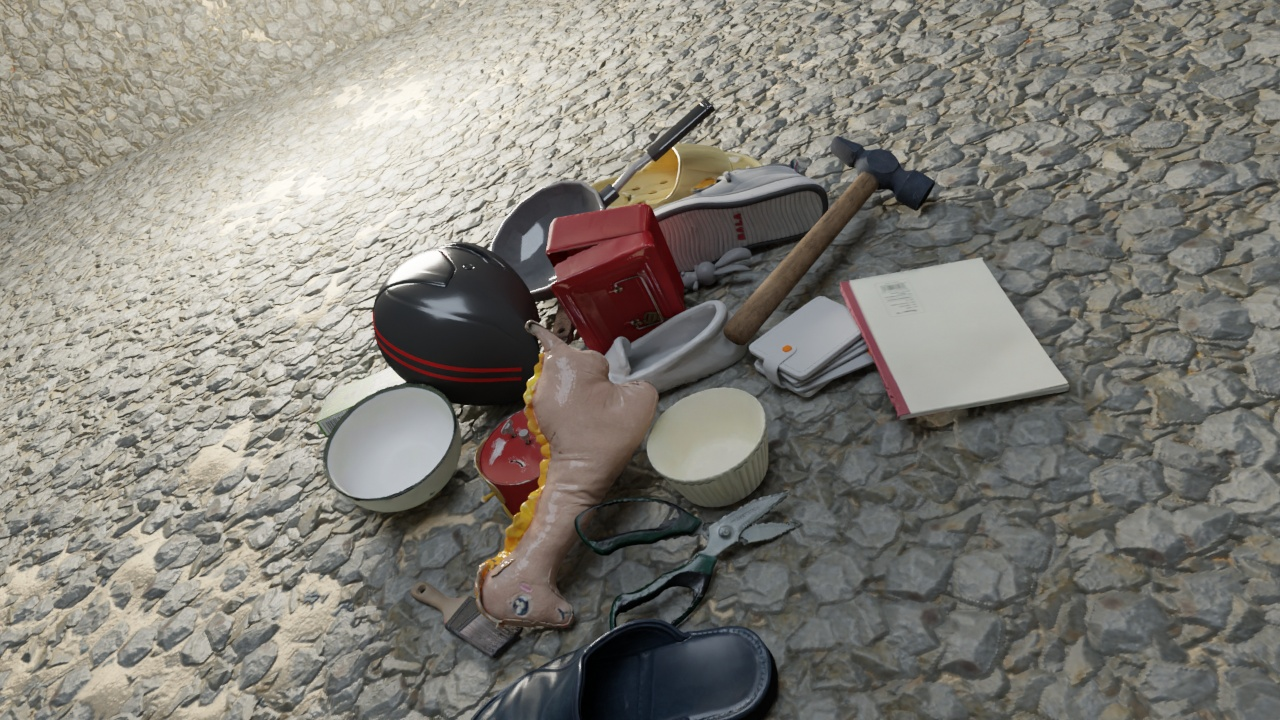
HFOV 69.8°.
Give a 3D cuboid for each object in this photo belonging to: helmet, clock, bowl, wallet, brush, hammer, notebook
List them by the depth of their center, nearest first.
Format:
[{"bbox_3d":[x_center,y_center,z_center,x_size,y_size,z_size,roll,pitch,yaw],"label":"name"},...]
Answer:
[{"bbox_3d":[0.070,0.087,0.862,0.115,0.062,0.115,-17,38,13],"label":"bowl"},{"bbox_3d":[-0.170,0.239,0.867,0.151,0.012,0.038,15,53,42],"label":"brush"},{"bbox_3d":[0.291,-0.028,0.882,0.153,0.012,0.208,-10,39,2],"label":"notebook"},{"bbox_3d":[0.186,-0.011,0.933,0.118,0.037,0.115,-35,37,-17],"label":"wallet"},{"bbox_3d":[-0.090,0.093,0.937,0.159,0.081,0.117,-23,37,5],"label":"clock"},{"bbox_3d":[-0.267,0.106,1.023,0.153,0.073,0.153,-7,50,8],"label":"bowl"},{"bbox_3d":[0.194,-0.131,1.023,0.129,0.040,0.321,35,65,16],"label":"hammer"},{"bbox_3d":[-0.223,-0.038,1.096,0.265,0.164,0.169,25,37,24],"label":"helmet"}]

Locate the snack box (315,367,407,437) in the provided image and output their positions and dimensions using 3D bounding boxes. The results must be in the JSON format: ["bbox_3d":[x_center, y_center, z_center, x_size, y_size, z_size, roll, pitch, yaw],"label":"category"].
[{"bbox_3d":[-0.339,0.042,1.183,0.147,0.025,0.080,-24,24,4],"label":"snack box"}]

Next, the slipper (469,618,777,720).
[{"bbox_3d":[-0.032,0.255,0.707,0.266,0.083,0.108,-20,39,12],"label":"slipper"}]

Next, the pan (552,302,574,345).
[{"bbox_3d":[-0.089,-0.125,1.237,0.208,0.040,0.356,-16,39,14],"label":"pan"}]

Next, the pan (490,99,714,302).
[{"bbox_3d":[-0.046,-0.206,1.178,0.357,0.041,0.178,-40,48,6],"label":"pan"}]

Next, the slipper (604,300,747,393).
[{"bbox_3d":[-0.006,0.006,1.010,0.247,0.074,0.112,-23,21,8],"label":"slipper"}]

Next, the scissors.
[{"bbox_3d":[0.037,0.145,0.805,0.209,0.015,0.142,-31,67,-12],"label":"scissors"}]

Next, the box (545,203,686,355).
[{"bbox_3d":[-0.023,-0.093,1.048,0.135,0.157,0.112,-17,48,9],"label":"box"}]

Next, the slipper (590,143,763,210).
[{"bbox_3d":[0.041,-0.252,1.239,0.261,0.079,0.111,-14,41,-4],"label":"slipper"}]

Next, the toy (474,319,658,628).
[{"bbox_3d":[-0.092,0.108,0.852,0.196,0.065,0.264,32,75,10],"label":"toy"}]

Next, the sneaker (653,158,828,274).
[{"bbox_3d":[0.097,-0.191,1.161,0.263,0.097,0.128,-16,35,8],"label":"sneaker"}]

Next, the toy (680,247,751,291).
[{"bbox_3d":[0.081,-0.105,1.115,0.112,0.030,0.049,-20,37,23],"label":"toy"}]
